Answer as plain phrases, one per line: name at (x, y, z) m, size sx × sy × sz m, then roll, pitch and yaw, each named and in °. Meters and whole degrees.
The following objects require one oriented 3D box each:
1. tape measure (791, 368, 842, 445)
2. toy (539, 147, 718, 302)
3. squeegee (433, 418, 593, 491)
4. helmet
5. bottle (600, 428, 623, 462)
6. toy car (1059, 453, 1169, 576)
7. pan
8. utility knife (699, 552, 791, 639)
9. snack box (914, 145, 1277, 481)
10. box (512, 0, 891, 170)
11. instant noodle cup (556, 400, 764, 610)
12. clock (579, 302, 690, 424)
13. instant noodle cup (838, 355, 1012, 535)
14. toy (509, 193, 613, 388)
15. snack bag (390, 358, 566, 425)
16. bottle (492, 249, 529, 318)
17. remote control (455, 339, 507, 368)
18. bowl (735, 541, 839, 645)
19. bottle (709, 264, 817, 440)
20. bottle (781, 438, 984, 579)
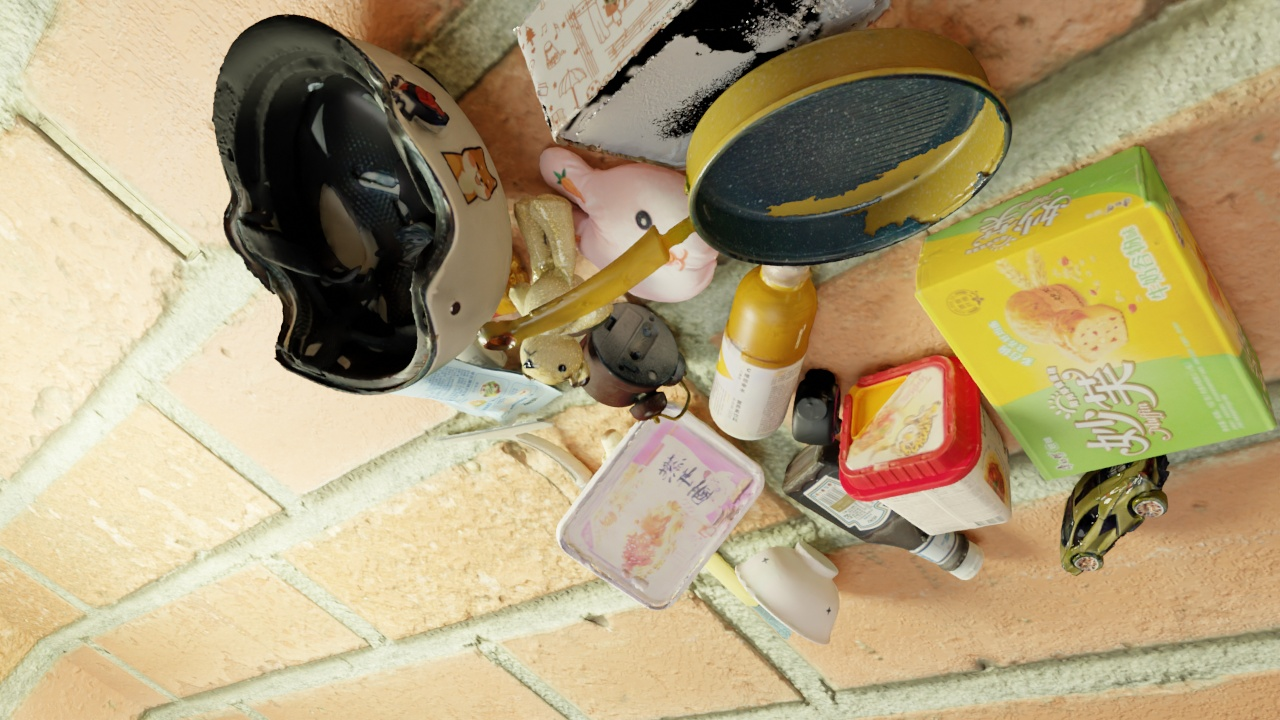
tape measure at (0.152, 0.044, 0.781) m, size 0.039 × 0.056 × 0.058 m, roll 7°, pitch 125°, yaw 17°
toy at (-0.013, -0.107, 0.719) m, size 0.159 × 0.054 × 0.121 m, roll 22°, pitch 136°, yaw 15°
squeegee at (-0.067, 0.128, 0.974) m, size 0.246 × 0.039 × 0.247 m, roll 39°, pitch 152°, yaw -22°
helmet at (-0.193, -0.117, 0.704) m, size 0.231 × 0.156 × 0.274 m, roll -22°, pitch 89°, yaw 36°
bottle at (0.004, 0.130, 0.932) m, size 0.067 × 0.066 × 0.149 m, roll -17°, pitch 116°, yaw 35°
toy car at (0.375, 0.116, 0.740) m, size 0.042 × 0.070 × 0.158 m, roll 20°, pitch 136°, yaw 7°
pan at (0.053, -0.088, 0.587) m, size 0.358 × 0.078 × 0.197 m, roll -16°, pitch 155°, yaw 14°
utility knife at (0.102, 0.249, 1.027) m, size 0.031 × 0.022 × 0.216 m, roll -29°, pitch 109°, yaw 41°
snack box at (0.313, -0.021, 0.637) m, size 0.158 × 0.069 × 0.210 m, roll -23°, pitch 118°, yaw 38°
box at (0.027, -0.240, 0.545) m, size 0.183 × 0.151 × 0.174 m, roll -32°, pitch 70°, yaw 38°
instant noodle cup at (0.016, 0.133, 0.874) m, size 0.138 × 0.060 × 0.173 m, roll 37°, pitch 91°, yaw -12°
clock at (-0.005, 0.005, 0.796) m, size 0.122 × 0.081 × 0.055 m, roll 38°, pitch 140°, yaw -7°
instant noodle cup at (0.236, 0.076, 0.743) m, size 0.117 × 0.116 × 0.124 m, roll -20°, pitch 132°, yaw 38°
toy at (-0.073, -0.054, 0.728) m, size 0.105 × 0.066 × 0.157 m, roll 9°, pitch 111°, yaw 30°
snack bag at (-0.176, 0.024, 0.878) m, size 0.190 × 0.038 × 0.111 m, roll 16°, pitch 142°, yaw -32°
bottle at (-0.187, -0.054, 0.819) m, size 0.175 × 0.057 × 0.057 m, roll -12°, pitch 126°, yaw 19°
remote control at (-0.190, -0.028, 0.891) m, size 0.125 × 0.024 × 0.049 m, roll 41°, pitch 135°, yaw -17°
bowl at (0.163, 0.224, 0.933) m, size 0.118 × 0.118 × 0.065 m, roll 35°, pitch 97°, yaw -10°
bottle at (0.101, -0.015, 0.740) m, size 0.068 × 0.067 × 0.190 m, roll 17°, pitch 136°, yaw 9°
bottle at (0.230, 0.142, 0.851) m, size 0.195 × 0.043 × 0.080 m, roll 31°, pitch 137°, yaw -7°
